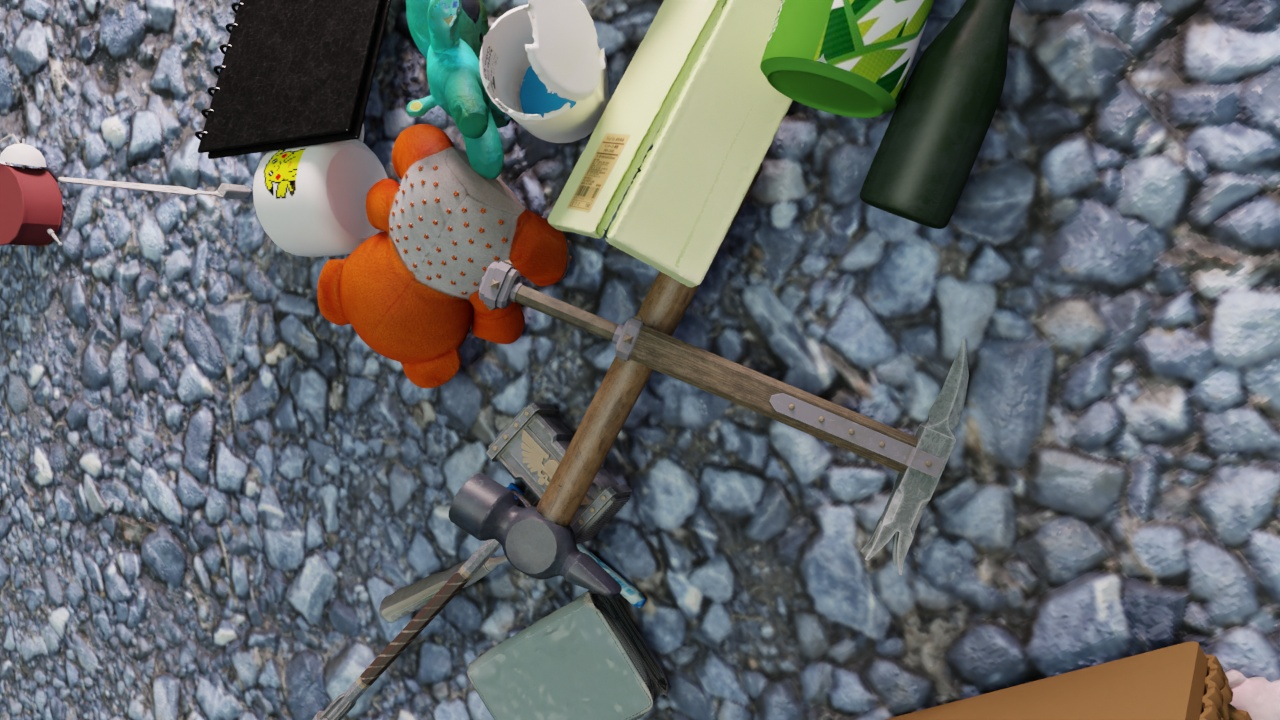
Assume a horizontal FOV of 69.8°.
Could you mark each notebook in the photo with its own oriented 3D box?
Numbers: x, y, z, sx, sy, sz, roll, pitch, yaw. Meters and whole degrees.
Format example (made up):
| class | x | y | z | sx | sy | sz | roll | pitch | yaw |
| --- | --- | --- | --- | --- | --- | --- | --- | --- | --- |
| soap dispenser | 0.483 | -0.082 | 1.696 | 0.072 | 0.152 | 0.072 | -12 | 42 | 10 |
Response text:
| class | x | y | z | sx | sy | sz | roll | pitch | yaw |
| --- | --- | --- | --- | --- | --- | --- | --- | --- | --- |
| notebook | -0.267 | -0.274 | 0.728 | 0.169 | 0.019 | 0.231 | 0 | 74 | 27 |

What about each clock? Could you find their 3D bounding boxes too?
| class | x | y | z | sx | sy | sz | roll | pitch | yaw |
| --- | --- | --- | --- | --- | --- | --- | --- | --- | --- |
| clock | -0.651 | -0.172 | 0.959 | 0.087 | 0.044 | 0.124 | -16 | 87 | 27 |

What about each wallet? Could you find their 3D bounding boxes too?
| class | x | y | z | sx | sy | sz | roll | pitch | yaw |
| --- | --- | --- | --- | --- | --- | --- | --- | --- | --- |
| wallet | -0.054 | 0.237 | 0.690 | 0.132 | 0.054 | 0.100 | -33 | 88 | 23 |

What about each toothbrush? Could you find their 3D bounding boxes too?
| class | x | y | z | sx | sy | sz | roll | pitch | yaw |
| --- | --- | --- | --- | --- | --- | --- | --- | --- | --- |
| toothbrush | -0.391 | -0.144 | 0.753 | 0.010 | 0.181 | 0.010 | 44 | 108 | 11 |
| toothbrush | -0.143 | 0.175 | 0.745 | 0.186 | 0.022 | 0.024 | -27 | 63 | 25 |

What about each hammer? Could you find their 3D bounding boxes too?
| class | x | y | z | sx | sy | sz | roll | pitch | yaw |
| --- | --- | --- | --- | --- | --- | --- | --- | --- | --- |
| hammer | 0.044 | 0.003 | 0.583 | 0.317 | 0.028 | 0.147 | 23 | 94 | 6 |
| hammer | -0.150 | 0.180 | 0.701 | 0.098 | 0.044 | 0.322 | 46 | 100 | 16 |
| hammer | -0.004 | 0.004 | 0.622 | 0.129 | 0.040 | 0.322 | 29 | 95 | 14 |

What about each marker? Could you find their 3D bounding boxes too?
| class | x | y | z | sx | sy | sz | roll | pitch | yaw |
| --- | --- | --- | --- | --- | --- | --- | --- | --- | --- |
| marker | -0.051 | 0.141 | 0.702 | 0.142 | 0.013 | 0.013 | 36 | 109 | 19 |

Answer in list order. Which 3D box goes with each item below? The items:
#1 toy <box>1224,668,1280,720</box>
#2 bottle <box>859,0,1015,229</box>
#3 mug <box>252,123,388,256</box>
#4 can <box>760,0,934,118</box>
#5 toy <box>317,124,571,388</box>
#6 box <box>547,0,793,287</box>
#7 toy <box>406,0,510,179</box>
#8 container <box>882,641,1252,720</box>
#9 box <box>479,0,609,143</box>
| class | x | y | z | sx | sy | sz | roll | pitch | yaw |
| --- | --- | --- | --- | --- | --- | --- | --- | --- | --- |
| toy | 0.364 | 0.208 | 0.483 | 0.125 | 0.037 | 0.076 | 30 | 112 | 28 |
| bottle | 0.186 | -0.166 | 0.532 | 0.055 | 0.055 | 0.174 | 26 | 104 | 23 |
| mug | -0.250 | -0.141 | 0.736 | 0.068 | 0.094 | 0.115 | -1 | 71 | 25 |
| can | 0.130 | -0.223 | 0.530 | 0.083 | 0.083 | 0.144 | 20 | 94 | 24 |
| toy | -0.154 | -0.071 | 0.692 | 0.164 | 0.092 | 0.173 | 40 | 110 | -3 |
| box | 0.024 | -0.153 | 0.587 | 0.133 | 0.061 | 0.188 | 27 | 87 | 26 |
| toy | -0.137 | -0.215 | 0.651 | 0.072 | 0.131 | 0.193 | -18 | 61 | -2 |
| container | 0.205 | 0.307 | 0.436 | 0.220 | 0.251 | 0.214 | -32 | 80 | 34 |
| box | -0.058 | -0.192 | 0.599 | 0.092 | 0.159 | 0.081 | 0 | 96 | 7 |
